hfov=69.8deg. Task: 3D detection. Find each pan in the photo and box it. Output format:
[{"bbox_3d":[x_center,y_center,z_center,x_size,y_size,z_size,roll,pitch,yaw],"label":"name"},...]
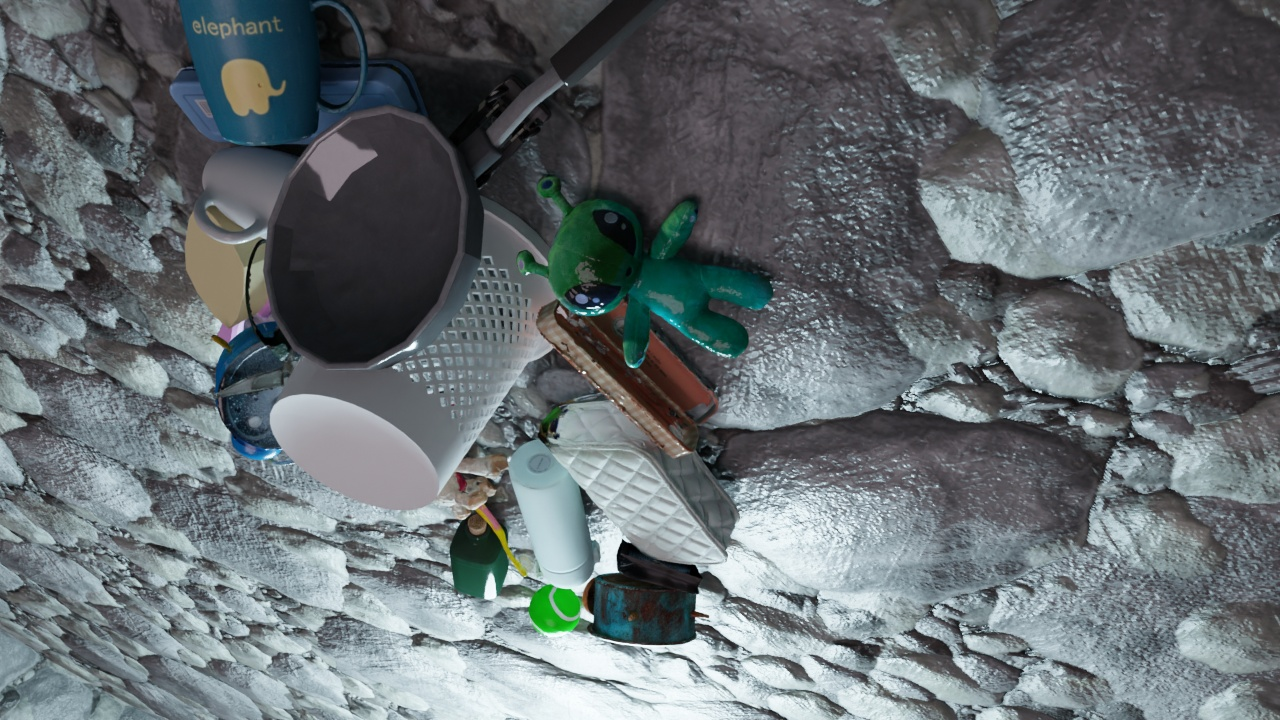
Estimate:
[{"bbox_3d":[-0.107,-0.129,0.587,0.358,0.178,0.041,-37,157,19],"label":"pan"}]

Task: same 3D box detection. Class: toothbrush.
[{"bbox_3d":[-0.164,0.187,1.031,0.135,0.016,0.021,48,157,20],"label":"toothbrush"}]

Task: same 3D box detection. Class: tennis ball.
[{"bbox_3d":[-0.107,0.313,1.150,0.065,0.065,0.065,12,139,11],"label":"tennis ball"}]

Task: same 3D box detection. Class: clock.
[{"bbox_3d":[-0.335,0.035,0.860,0.060,0.116,0.162,39,139,45],"label":"clock"},{"bbox_3d":[-0.004,0.279,1.028,0.121,0.073,0.158,5,176,-24],"label":"clock"}]

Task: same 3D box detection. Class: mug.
[{"bbox_3d":[-0.306,-0.125,0.722,0.089,0.107,0.071,22,130,13],"label":"mug"},{"bbox_3d":[-0.239,-0.201,0.610,0.112,0.084,0.104,-3,117,-7],"label":"mug"}]

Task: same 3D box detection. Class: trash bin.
[{"bbox_3d":[-0.180,-0.002,0.729,0.195,0.199,0.196,12,139,11],"label":"trash bin"}]

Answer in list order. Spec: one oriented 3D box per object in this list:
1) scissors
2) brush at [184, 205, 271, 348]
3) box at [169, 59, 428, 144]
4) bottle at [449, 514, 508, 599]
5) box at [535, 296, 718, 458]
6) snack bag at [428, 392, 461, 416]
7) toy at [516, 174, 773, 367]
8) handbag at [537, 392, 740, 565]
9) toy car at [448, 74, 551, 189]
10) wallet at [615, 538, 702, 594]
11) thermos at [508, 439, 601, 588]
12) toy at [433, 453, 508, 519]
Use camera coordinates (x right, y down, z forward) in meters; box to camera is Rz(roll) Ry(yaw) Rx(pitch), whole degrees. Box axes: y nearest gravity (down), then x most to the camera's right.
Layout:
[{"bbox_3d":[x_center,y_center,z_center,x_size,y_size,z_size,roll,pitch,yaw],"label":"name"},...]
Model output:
[{"bbox_3d":[-0.278,-0.021,0.817,0.015,0.201,0.202,36,131,42],"label":"scissors"},{"bbox_3d":[-0.379,-0.063,0.845,0.089,0.043,0.229,52,138,7],"label":"brush"},{"bbox_3d":[-0.256,-0.195,0.692,0.210,0.037,0.066,7,144,20],"label":"box"},{"bbox_3d":[-0.192,0.226,1.093,0.061,0.061,0.131,14,139,5],"label":"bottle"},{"bbox_3d":[-0.006,0.003,0.763,0.049,0.085,0.187,-16,130,44],"label":"box"},{"bbox_3d":[-0.263,0.069,0.942,0.177,0.082,0.082,1,136,22],"label":"snack bag"},{"bbox_3d":[0.000,-0.064,0.688,0.193,0.072,0.131,22,102,-6],"label":"toy"},{"bbox_3d":[0.005,0.114,0.879,0.139,0.072,0.195,-3,135,38],"label":"handbag"},{"bbox_3d":[-0.106,-0.156,0.643,0.092,0.037,0.040,-40,112,19],"label":"toy car"},{"bbox_3d":[0.018,0.220,0.978,0.089,0.026,0.115,17,177,0],"label":"wallet"},{"bbox_3d":[-0.090,0.172,0.986,0.078,0.065,0.207,-13,136,-5],"label":"thermos"},{"bbox_3d":[-0.206,0.123,0.993,0.106,0.074,0.085,29,153,-2],"label":"toy"}]
